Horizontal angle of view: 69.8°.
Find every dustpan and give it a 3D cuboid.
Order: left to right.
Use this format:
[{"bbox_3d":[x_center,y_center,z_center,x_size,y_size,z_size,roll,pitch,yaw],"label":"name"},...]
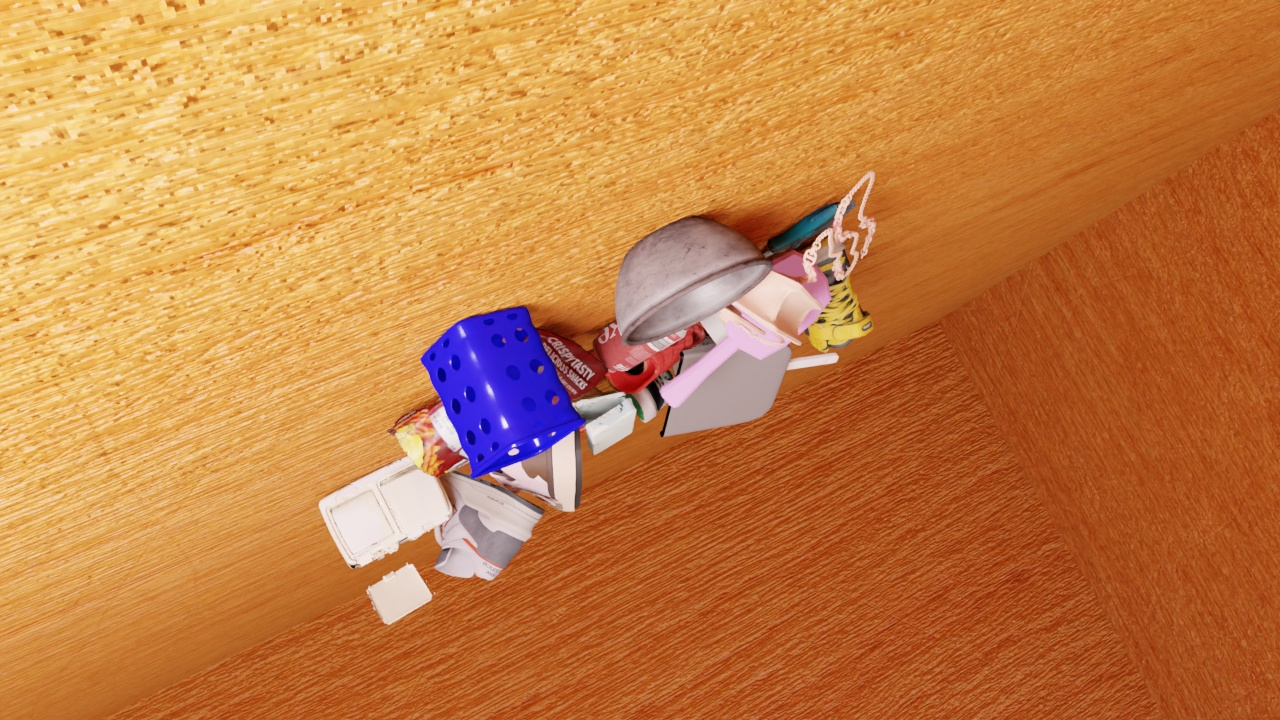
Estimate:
[{"bbox_3d":[0.156,0.021,1.232,0.257,0.033,0.163,-8,139,-18],"label":"dustpan"}]

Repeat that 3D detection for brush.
[{"bbox_3d":[0.112,-0.033,1.053,0.229,0.089,0.043,-41,-163,3],"label":"brush"}]

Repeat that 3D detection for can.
[{"bbox_3d":[-0.001,-0.028,0.991,0.097,0.054,0.054,-31,170,21],"label":"can"}]

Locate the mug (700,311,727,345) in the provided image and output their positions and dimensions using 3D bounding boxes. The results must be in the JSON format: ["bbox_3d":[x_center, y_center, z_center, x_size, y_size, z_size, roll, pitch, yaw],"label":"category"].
[{"bbox_3d":[0.117,-0.063,1.125,0.089,0.071,0.107,-36,-163,4],"label":"mug"}]

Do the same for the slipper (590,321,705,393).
[{"bbox_3d":[-0.007,0.007,1.150,0.248,0.059,0.104,-18,167,-37],"label":"slipper"}]

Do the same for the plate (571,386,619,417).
[{"bbox_3d":[-0.120,0.067,1.227,0.184,0.036,0.184,-26,171,-5],"label":"plate"}]

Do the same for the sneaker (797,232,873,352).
[{"bbox_3d":[0.239,-0.079,1.165,0.086,0.122,0.238,-29,172,5],"label":"sneaker"}]

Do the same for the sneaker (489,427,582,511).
[{"bbox_3d":[-0.142,0.150,1.248,0.116,0.111,0.294,-3,169,-6],"label":"sneaker"}]

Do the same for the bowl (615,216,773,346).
[{"bbox_3d":[0.034,-0.075,0.793,0.145,0.067,0.145,-26,170,-5],"label":"bowl"}]

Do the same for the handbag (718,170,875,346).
[{"bbox_3d":[0.144,-0.114,0.932,0.187,0.116,0.198,-59,161,6],"label":"handbag"}]

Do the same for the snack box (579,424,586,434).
[{"bbox_3d":[-0.132,0.102,1.385,0.152,0.036,0.133,-26,170,-4],"label":"snack box"}]

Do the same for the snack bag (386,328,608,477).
[{"bbox_3d":[-0.141,0.046,0.939,0.208,0.066,0.139,-29,147,9],"label":"snack bag"}]

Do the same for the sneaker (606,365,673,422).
[{"bbox_3d":[0.010,0.036,1.316,0.079,0.084,0.235,-40,175,-2],"label":"sneaker"}]

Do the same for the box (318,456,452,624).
[{"bbox_3d":[-0.288,0.210,1.109,0.143,0.181,0.081,-29,167,-19],"label":"box"}]

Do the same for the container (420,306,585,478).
[{"bbox_3d":[-0.118,0.025,0.775,0.084,0.113,0.085,-17,166,-46],"label":"container"}]

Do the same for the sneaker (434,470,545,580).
[{"bbox_3d":[-0.236,0.216,1.199,0.240,0.124,0.089,5,156,44],"label":"sneaker"}]

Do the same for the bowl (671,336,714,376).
[{"bbox_3d":[0.095,-0.007,1.344,0.115,0.059,0.115,-26,170,-5],"label":"bowl"}]

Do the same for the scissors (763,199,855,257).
[{"bbox_3d":[0.164,-0.135,0.977,0.130,0.019,0.135,-21,171,5],"label":"scissors"}]

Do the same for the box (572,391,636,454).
[{"bbox_3d":[-0.043,0.081,1.207,0.086,0.072,0.199,1,168,0],"label":"box"}]

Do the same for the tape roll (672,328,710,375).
[{"bbox_3d":[0.092,-0.001,1.266,0.094,0.093,0.030,-30,170,17],"label":"tape roll"}]
